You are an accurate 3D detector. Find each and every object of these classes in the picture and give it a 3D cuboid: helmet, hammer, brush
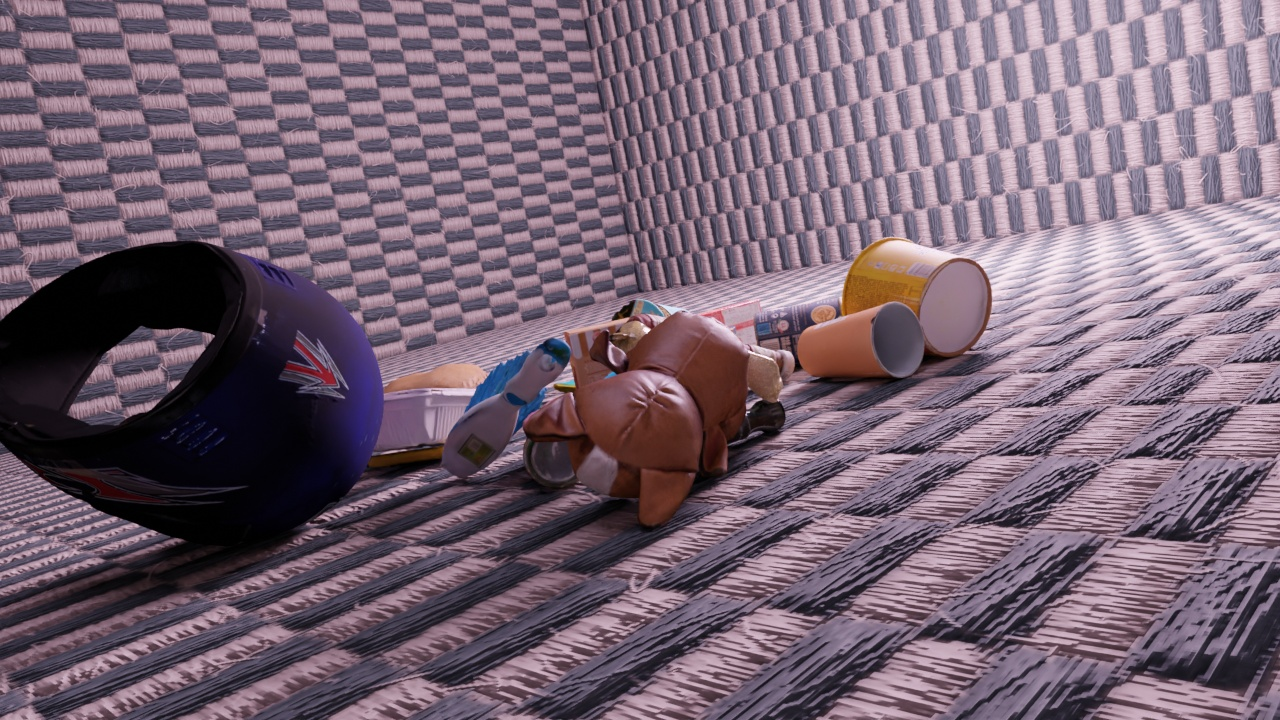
[{"bbox_3d":[-0.381,0.041,0.813,0.316,0.246,0.240,-2,-33,21],"label":"helmet"},{"bbox_3d":[-0.005,0.060,0.916,0.126,0.032,0.324,-15,7,-29],"label":"hammer"},{"bbox_3d":[-0.108,0.030,0.790,0.316,0.060,0.109,-45,11,49],"label":"brush"}]

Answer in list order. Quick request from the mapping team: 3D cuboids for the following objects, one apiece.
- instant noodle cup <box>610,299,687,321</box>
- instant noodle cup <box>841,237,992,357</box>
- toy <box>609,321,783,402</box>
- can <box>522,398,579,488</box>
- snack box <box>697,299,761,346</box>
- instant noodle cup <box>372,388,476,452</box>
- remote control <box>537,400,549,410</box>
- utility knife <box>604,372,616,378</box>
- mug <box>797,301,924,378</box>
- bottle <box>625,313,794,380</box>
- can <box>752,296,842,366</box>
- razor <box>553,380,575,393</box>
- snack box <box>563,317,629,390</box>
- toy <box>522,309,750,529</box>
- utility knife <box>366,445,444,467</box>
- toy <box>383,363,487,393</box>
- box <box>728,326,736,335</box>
[{"bbox_3d":[0.029,-0.040,1.424,0.111,0.111,0.120,-7,0,34],"label":"instant noodle cup"},{"bbox_3d":[0.313,-0.066,1.023,0.137,0.138,0.110,-15,17,-25],"label":"instant noodle cup"},{"bbox_3d":[0.048,0.003,0.806,0.157,0.066,0.105,13,-10,12],"label":"toy"},{"bbox_3d":[-0.072,0.071,0.829,0.058,0.058,0.147,-12,7,0],"label":"can"},{"bbox_3d":[0.114,-0.036,1.313,0.152,0.075,0.025,-16,7,-33],"label":"snack box"},{"bbox_3d":[-0.245,0.068,1.031,0.138,0.060,0.173,-9,-4,23],"label":"instant noodle cup"},{"bbox_3d":[-0.137,0.065,1.150,0.135,0.019,0.056,-6,9,36],"label":"remote control"},{"bbox_3d":[-0.006,0.006,1.031,0.034,0.018,0.235,-7,16,26],"label":"utility knife"},{"bbox_3d":[0.230,-0.016,0.982,0.078,0.078,0.123,-16,4,-33],"label":"mug"},{"bbox_3d":[0.079,-0.008,1.023,0.205,0.059,0.060,9,-2,-24],"label":"bottle"},{"bbox_3d":[0.199,-0.032,1.139,0.111,0.075,0.075,-10,7,13],"label":"can"},{"bbox_3d":[-0.071,0.028,1.296,0.132,0.028,0.043,-14,-17,-46],"label":"razor"},{"bbox_3d":[-0.045,-0.001,1.218,0.092,0.094,0.077,-13,7,-8],"label":"snack box"},{"bbox_3d":[0.006,0.044,0.689,0.140,0.131,0.199,28,29,9],"label":"toy"},{"bbox_3d":[-0.236,0.105,1.002,0.164,0.015,0.033,-9,4,22],"label":"utility knife"},{"bbox_3d":[-0.319,0.060,1.279,0.226,0.082,0.143,-14,2,9],"label":"toy"},{"bbox_3d":[0.063,0.003,1.151,0.090,0.061,0.184,-10,5,21],"label":"box"}]
